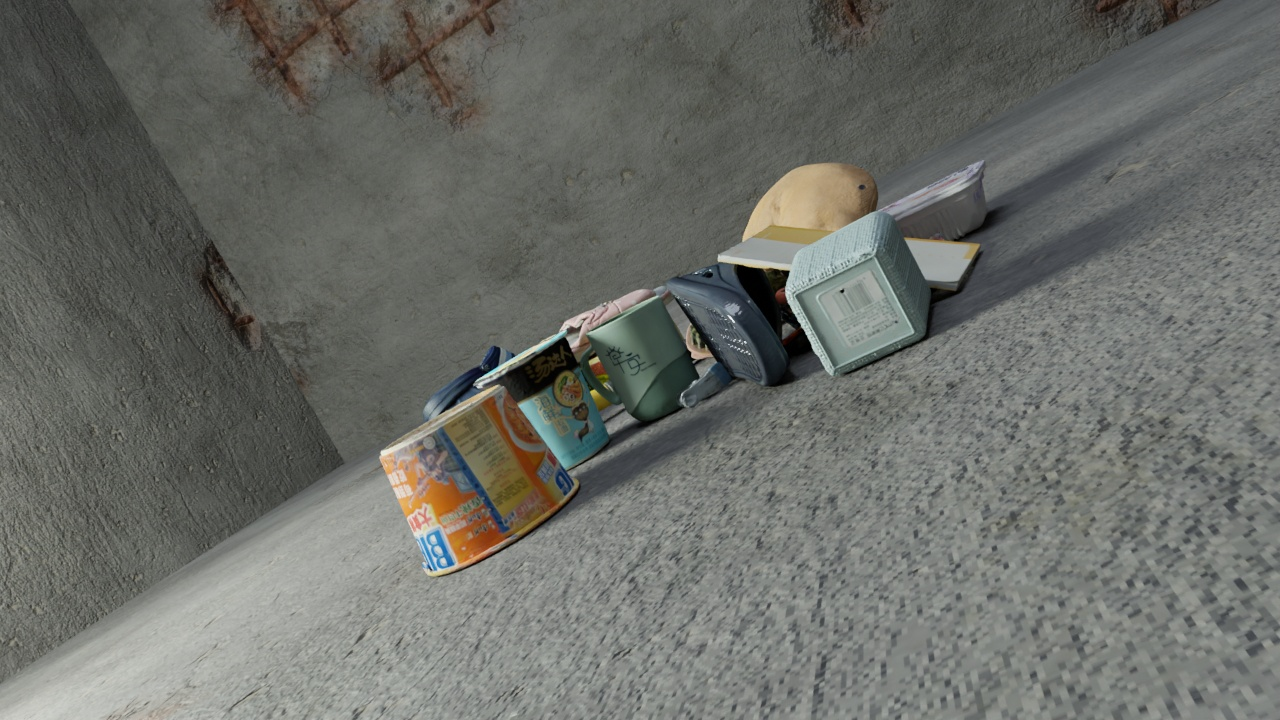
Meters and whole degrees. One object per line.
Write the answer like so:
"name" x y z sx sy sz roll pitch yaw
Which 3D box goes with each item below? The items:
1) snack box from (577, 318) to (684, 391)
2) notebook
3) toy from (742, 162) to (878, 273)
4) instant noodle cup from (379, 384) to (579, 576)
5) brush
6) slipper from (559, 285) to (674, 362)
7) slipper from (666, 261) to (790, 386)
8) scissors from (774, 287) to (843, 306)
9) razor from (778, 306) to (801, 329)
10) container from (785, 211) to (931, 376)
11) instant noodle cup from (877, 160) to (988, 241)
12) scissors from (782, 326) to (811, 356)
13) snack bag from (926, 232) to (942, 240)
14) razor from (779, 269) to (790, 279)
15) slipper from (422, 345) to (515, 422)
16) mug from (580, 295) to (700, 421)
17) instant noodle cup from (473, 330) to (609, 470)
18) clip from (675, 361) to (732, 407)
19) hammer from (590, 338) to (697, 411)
"snack box" -0.053 0.017 1.281 0.241 0.063 0.114 -23 9 46
"notebook" 0.193 -0.097 0.836 0.206 0.010 0.145 10 23 25
"toy" 0.198 -0.153 0.989 0.226 0.082 0.143 12 76 63
"instant noodle cup" -0.145 0.097 0.790 0.151 0.111 0.151 -28 6 3
"brush" 0.119 -0.050 1.091 0.145 0.063 0.073 -32 -23 -5
"slipper" -0.069 -0.041 1.264 0.274 0.054 0.114 -33 7 -13
"slipper" 0.098 -0.042 0.859 0.083 0.111 0.268 -33 12 -3
"scissors" 0.200 -0.074 0.899 0.215 0.015 0.196 -12 11 35
"razor" 0.146 -0.056 1.004 0.042 0.022 0.143 -40 29 -6
"container" 0.167 -0.050 0.704 0.090 0.090 0.111 -27 10 23
"instant noodle cup" 0.312 -0.154 1.034 0.174 0.060 0.137 -27 6 31
"scissors" 0.196 -0.056 0.924 0.125 0.021 0.234 -27 6 20
"snack bag" 0.274 -0.099 0.909 0.048 0.026 0.104 -39 -1 34
"razor" 0.179 -0.099 1.244 0.167 0.062 0.068 -27 -29 -43
"slipper" -0.215 0.060 1.138 0.105 0.095 0.252 -55 14 36
"mug" -0.005 0.005 0.926 0.112 0.106 0.082 -24 8 27
"instant noodle cup" -0.091 0.047 0.926 0.111 0.120 0.111 -30 7 4
"clip" 0.060 0.025 0.874 0.057 0.024 0.028 -34 3 -11
"hammer" -0.037 0.039 1.088 0.300 0.033 0.129 -28 23 -25
